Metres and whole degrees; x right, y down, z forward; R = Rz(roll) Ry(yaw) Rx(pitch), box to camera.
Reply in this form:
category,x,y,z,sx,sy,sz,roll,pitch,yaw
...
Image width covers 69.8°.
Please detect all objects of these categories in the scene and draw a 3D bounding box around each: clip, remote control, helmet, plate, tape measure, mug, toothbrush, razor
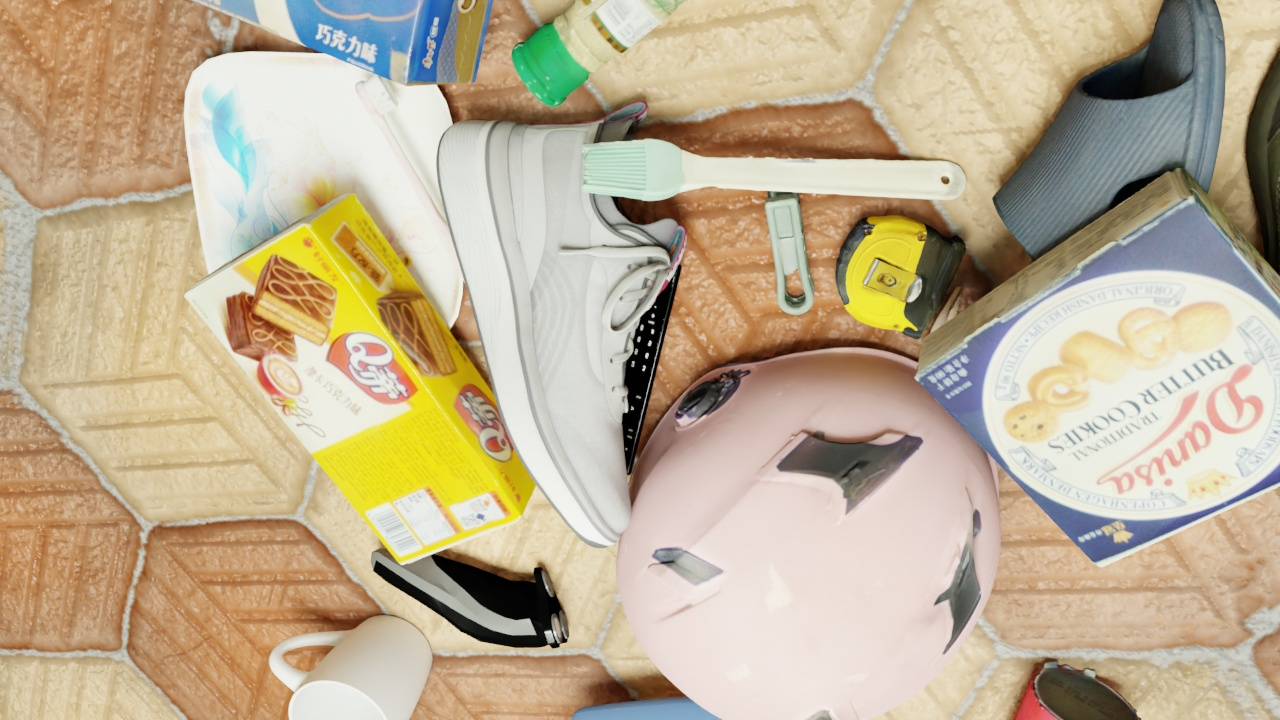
category,x,y,z,sx,sy,sz,roll,pitch,yaw
clip,0.179,-0.019,0.534,0.039,0.024,0.061,42,147,-3
clip,0.090,-0.069,0.552,0.023,0.049,0.078,-5,126,16
remote control,-0.003,0.003,0.584,0.030,0.009,0.140,21,105,31
helmet,0.099,0.115,0.553,0.256,0.152,0.230,-38,95,16
plate,-0.203,-0.103,0.601,0.187,0.016,0.187,5,112,10
tape measure,0.145,-0.050,0.533,0.064,0.037,0.066,22,114,3
mug,-0.221,0.239,0.698,0.114,0.087,0.081,31,114,-1
toothbrush,-0.124,-0.091,0.570,0.018,0.015,0.181,-24,104,13
razor,-0.127,0.172,0.674,0.156,0.057,0.060,10,81,8

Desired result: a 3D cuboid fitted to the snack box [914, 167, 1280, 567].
category,x,y,z,sx,sy,sz,roll,pitch,yaw
snack box,0.236,0.010,0.436,0.145,0.042,0.145,45,126,-6

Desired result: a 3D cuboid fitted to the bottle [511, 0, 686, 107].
category,x,y,z,sx,sy,sz,roll,pitch,yaw
bottle,-0.020,-0.191,0.514,0.111,0.043,0.043,-32,101,21

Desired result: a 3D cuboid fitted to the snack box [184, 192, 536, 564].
category,x,y,z,sx,sy,sz,roll,pitch,yaw
snack box,-0.171,0.018,0.599,0.110,0.061,0.230,-23,111,23

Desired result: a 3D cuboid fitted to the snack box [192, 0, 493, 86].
category,x,y,z,sx,sy,sz,roll,pitch,yaw
snack box,-0.172,-0.254,0.488,0.203,0.069,0.155,25,114,15

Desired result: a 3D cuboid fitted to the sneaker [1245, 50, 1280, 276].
category,x,y,z,sx,sy,sz,roll,pitch,yaw
sneaker,0.352,-0.068,0.423,0.101,0.142,0.238,-2,110,14

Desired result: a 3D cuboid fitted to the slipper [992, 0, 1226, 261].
category,x,y,z,sx,sy,sz,roll,pitch,yaw
slipper,0.225,-0.057,0.481,0.082,0.101,0.264,8,116,8

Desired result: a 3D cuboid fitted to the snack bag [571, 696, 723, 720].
category,x,y,z,sx,sy,sz,roll,pitch,yaw
snack bag,0.051,0.339,0.674,0.159,0.102,0.205,-12,129,22

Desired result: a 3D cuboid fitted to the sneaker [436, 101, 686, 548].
category,x,y,z,sx,sy,sz,roll,pitch,yaw
sneaker,-0.026,-0.025,0.541,0.129,0.096,0.263,-14,87,7

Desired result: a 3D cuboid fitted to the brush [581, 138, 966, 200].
category,x,y,z,sx,sy,sz,roll,pitch,yaw
brush,0.076,-0.104,0.512,0.217,0.012,0.033,1,79,-5

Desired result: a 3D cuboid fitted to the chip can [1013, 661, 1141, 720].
category,x,y,z,sx,sy,sz,roll,pitch,yaw
chip can,0.266,0.322,0.631,0.073,0.073,0.233,13,112,7
